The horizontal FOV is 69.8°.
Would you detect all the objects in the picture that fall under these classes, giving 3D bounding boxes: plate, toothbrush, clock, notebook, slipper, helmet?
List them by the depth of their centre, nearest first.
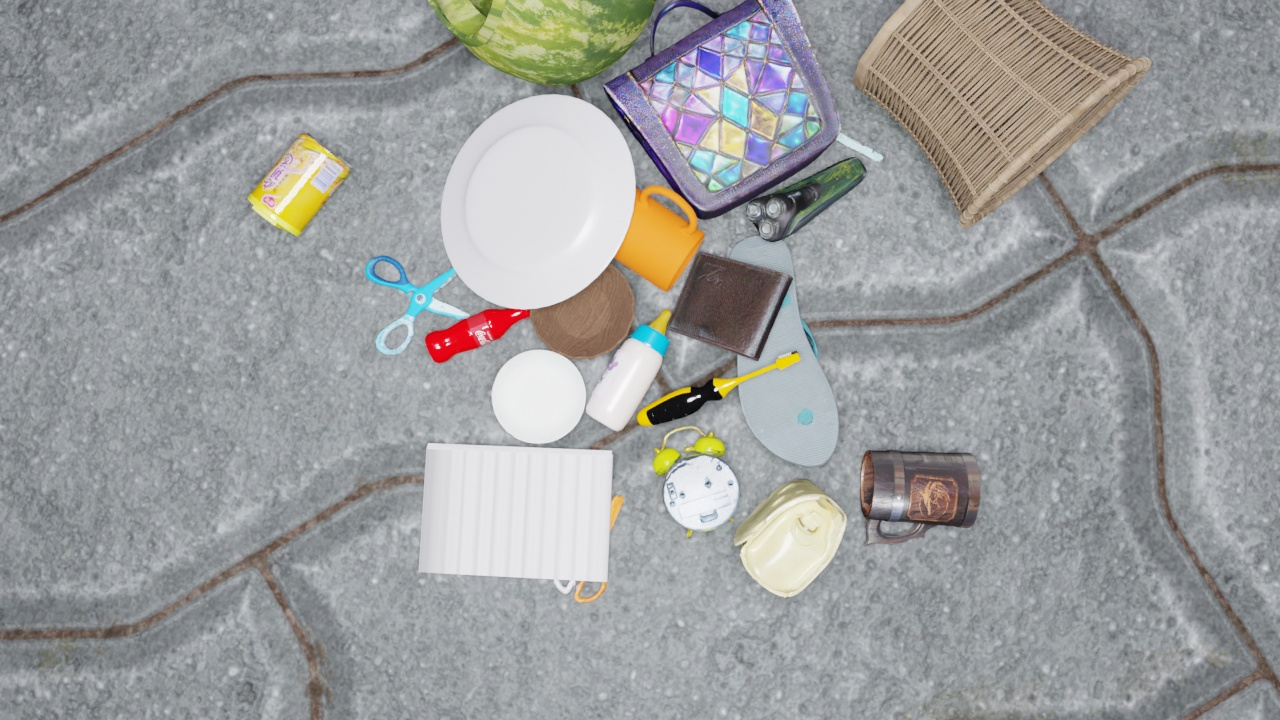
[{"bbox_3d":[-0.090,-0.414,0.959,0.246,0.213,0.243,-25,124,-38],"label":"helmet"},{"bbox_3d":[0.081,0.031,0.988,0.197,0.030,0.031,-23,116,23],"label":"toothbrush"},{"bbox_3d":[0.061,0.129,0.998,0.083,0.057,0.119,-17,86,1],"label":"clock"},{"bbox_3d":[-0.120,-0.177,1.002,0.243,0.016,0.242,-4,81,23],"label":"plate"},{"bbox_3d":[-0.138,0.167,1.016,0.210,0.009,0.142,2,84,4],"label":"notebook"},{"bbox_3d":[0.148,-0.007,1.016,0.098,0.055,0.268,-14,74,5],"label":"slipper"},{"bbox_3d":[-0.112,0.040,1.024,0.104,0.026,0.104,0,86,1],"label":"plate"}]

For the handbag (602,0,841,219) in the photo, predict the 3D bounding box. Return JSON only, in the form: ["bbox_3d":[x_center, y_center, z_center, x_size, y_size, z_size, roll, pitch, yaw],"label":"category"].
[{"bbox_3d":[0.084,-0.282,0.984,0.205,0.125,0.222,-30,92,4],"label":"handbag"}]

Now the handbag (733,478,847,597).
[{"bbox_3d":[0.156,0.180,0.962,0.081,0.119,0.111,42,91,5],"label":"handbag"}]

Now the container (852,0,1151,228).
[{"bbox_3d":[0.359,-0.286,0.948,0.227,0.227,0.196,-39,79,-2],"label":"container"}]

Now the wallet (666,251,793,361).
[{"bbox_3d":[0.095,-0.062,1.003,0.120,0.031,0.099,22,86,34],"label":"wallet"}]

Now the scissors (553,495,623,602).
[{"bbox_3d":[-0.052,0.205,1.018,0.064,0.013,0.128,24,87,3],"label":"scissors"}]

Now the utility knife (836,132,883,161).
[{"bbox_3d":[0.198,-0.274,1.049,0.181,0.015,0.022,27,94,1],"label":"utility knife"}]

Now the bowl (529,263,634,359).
[{"bbox_3d":[-0.064,-0.057,1.027,0.118,0.030,0.117,0,82,1],"label":"bowl"}]

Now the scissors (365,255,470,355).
[{"bbox_3d":[-0.262,-0.074,1.045,0.134,0.011,0.137,-39,84,1],"label":"scissors"}]

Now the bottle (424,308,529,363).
[{"bbox_3d":[-0.180,-0.035,1.027,0.119,0.036,0.036,-23,85,-1],"label":"bottle"}]

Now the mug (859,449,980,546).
[{"bbox_3d":[0.295,0.152,0.987,0.107,0.079,0.116,3,112,3],"label":"mug"}]

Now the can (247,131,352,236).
[{"bbox_3d":[-0.382,-0.197,1.029,0.067,0.067,0.105,38,87,4],"label":"can"}]

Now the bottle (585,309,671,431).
[{"bbox_3d":[-0.006,0.006,1.012,0.051,0.051,0.146,31,87,3],"label":"bottle"}]

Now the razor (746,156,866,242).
[{"bbox_3d":[0.188,-0.184,1.017,0.151,0.067,0.054,-30,83,-9],"label":"razor"}]

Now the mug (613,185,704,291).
[{"bbox_3d":[0.016,-0.143,0.995,0.096,0.113,0.077,34,52,4],"label":"mug"}]
